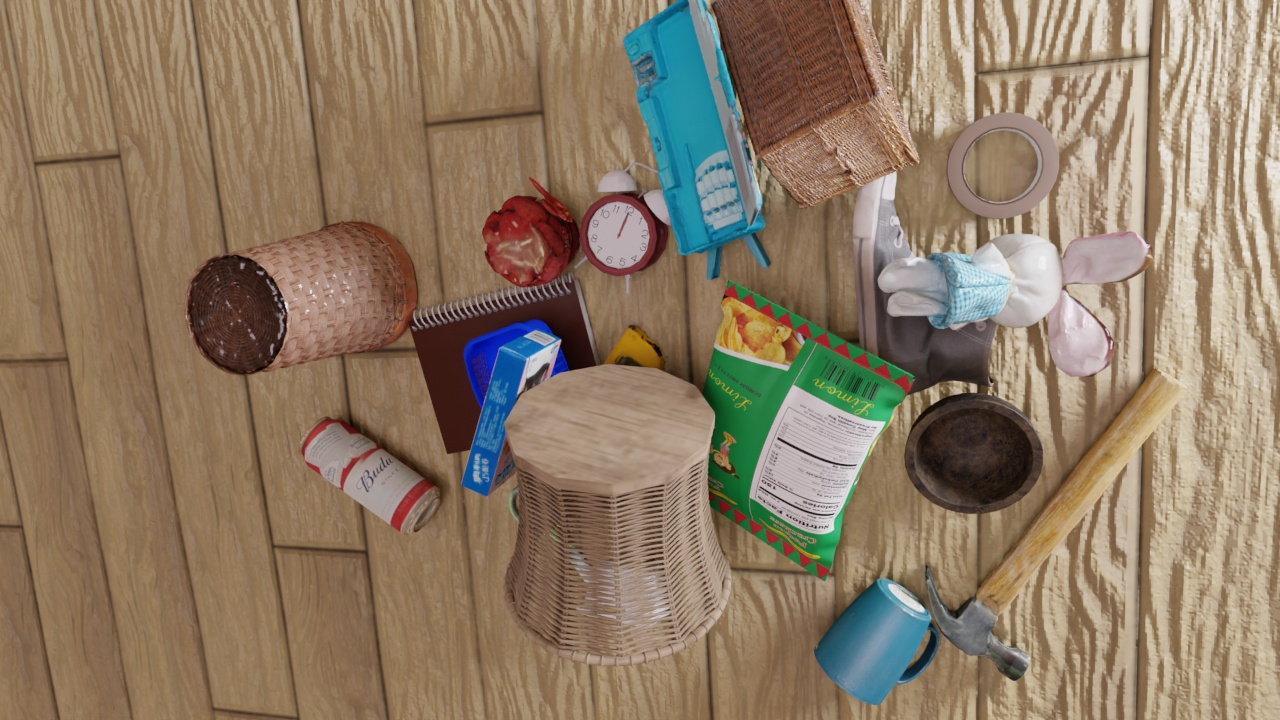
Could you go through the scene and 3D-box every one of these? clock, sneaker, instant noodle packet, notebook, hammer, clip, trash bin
[{"bbox_3d":[-0.014,-0.140,0.942,0.087,0.044,0.125,27,109,11],"label":"clock"},{"bbox_3d":[0.258,-0.079,0.846,0.120,0.095,0.235,-6,96,15],"label":"sneaker"},{"bbox_3d":[0.134,0.073,0.895,0.196,0.090,0.253,31,127,25],"label":"instant noodle packet"},{"bbox_3d":[-0.147,0.006,1.027,0.209,0.022,0.171,-12,99,19],"label":"notebook"},{"bbox_3d":[0.399,0.150,0.880,0.132,0.033,0.331,34,108,10],"label":"hammer"},{"bbox_3d":[0.100,-0.148,0.915,0.113,0.028,0.127,-21,94,18],"label":"clip"},{"bbox_3d":[-0.355,-0.068,0.976,0.151,0.209,0.151,3,102,16],"label":"trash bin"}]

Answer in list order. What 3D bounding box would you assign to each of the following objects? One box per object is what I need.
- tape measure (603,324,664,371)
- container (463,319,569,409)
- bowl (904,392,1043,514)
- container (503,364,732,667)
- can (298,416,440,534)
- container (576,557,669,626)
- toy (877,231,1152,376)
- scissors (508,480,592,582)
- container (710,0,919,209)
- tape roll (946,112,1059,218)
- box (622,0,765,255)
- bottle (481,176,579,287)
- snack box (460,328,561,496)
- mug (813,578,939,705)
[{"bbox_3d":[-0.006,0.006,0.977,0.059,0.030,0.068,37,110,9],"label":"tape measure"},{"bbox_3d":[-0.125,0.017,0.980,0.096,0.058,0.114,-19,98,20],"label":"container"},{"bbox_3d":[0.315,0.080,0.875,0.121,0.056,0.121,6,116,13],"label":"bowl"},{"bbox_3d":[-0.024,0.136,0.871,0.227,0.226,0.196,8,122,16],"label":"container"},{"bbox_3d":[-0.318,0.135,1.081,0.170,0.067,0.067,33,108,9],"label":"can"},{"bbox_3d":[-0.010,0.244,0.982,0.081,0.129,0.049,8,85,16],"label":"container"},{"bbox_3d":[0.293,-0.060,0.769,0.205,0.105,0.131,0,116,-7],"label":"toy"},{"bbox_3d":[-0.089,0.213,1.055,0.072,0.033,0.175,-33,87,17],"label":"scissors"},{"bbox_3d":[0.150,-0.246,0.796,0.113,0.113,0.198,-23,62,24],"label":"container"},{"bbox_3d":[0.328,-0.177,0.834,0.094,0.030,0.094,3,102,17],"label":"tape roll"},{"bbox_3d":[0.063,-0.226,0.844,0.073,0.181,0.227,-14,88,-23],"label":"box"},{"bbox_3d":[-0.109,-0.128,0.938,0.099,0.111,0.099,4,103,17],"label":"bottle"},{"bbox_3d":[-0.128,0.051,0.910,0.033,0.087,0.154,23,110,11],"label":"snack box"},{"bbox_3d":[0.251,0.285,0.934,0.112,0.084,0.104,26,103,-19],"label":"mug"}]
